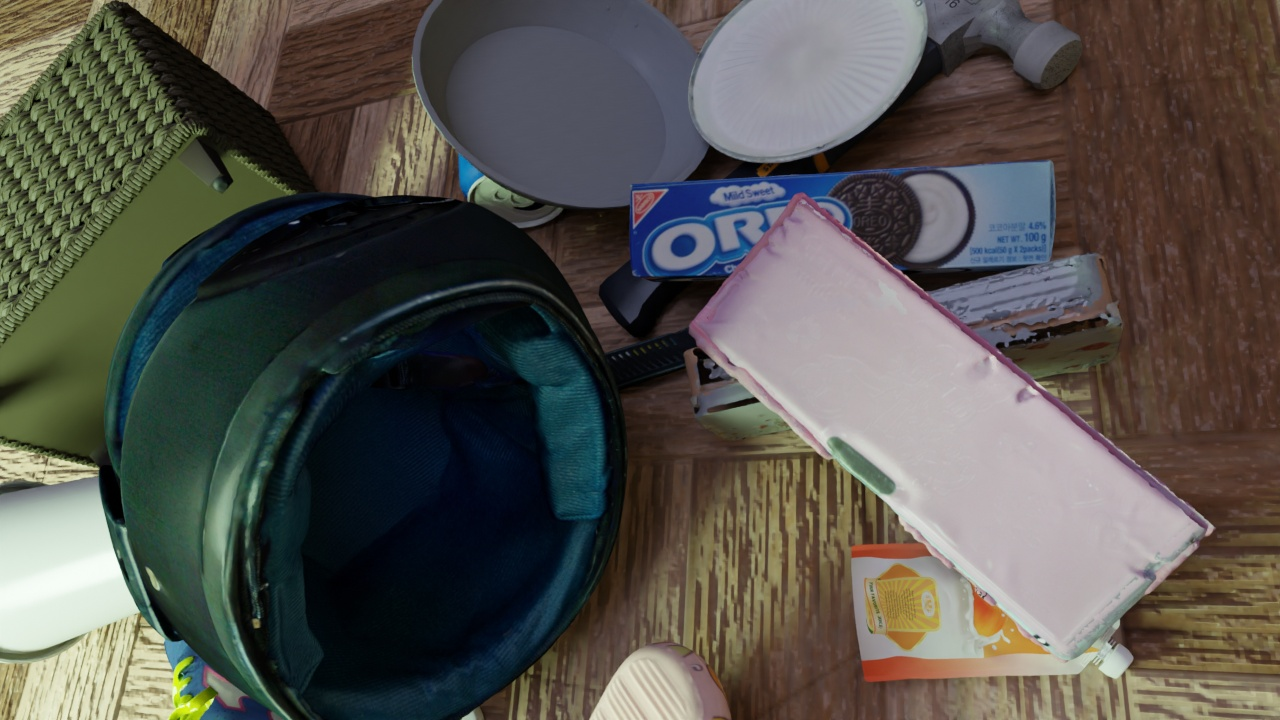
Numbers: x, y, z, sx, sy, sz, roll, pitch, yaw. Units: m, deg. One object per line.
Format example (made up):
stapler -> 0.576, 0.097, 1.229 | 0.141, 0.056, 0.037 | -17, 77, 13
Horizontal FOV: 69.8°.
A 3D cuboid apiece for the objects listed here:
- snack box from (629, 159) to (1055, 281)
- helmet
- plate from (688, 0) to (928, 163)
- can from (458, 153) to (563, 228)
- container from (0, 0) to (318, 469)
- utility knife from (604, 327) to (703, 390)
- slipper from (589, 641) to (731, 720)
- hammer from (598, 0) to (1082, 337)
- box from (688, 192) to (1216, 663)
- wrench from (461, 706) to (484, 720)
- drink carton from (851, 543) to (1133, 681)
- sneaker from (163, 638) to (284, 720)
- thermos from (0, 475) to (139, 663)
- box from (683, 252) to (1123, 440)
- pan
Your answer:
snack box -> 0.108, -0.076, 0.518 | 0.227, 0.059, 0.059 | 1, 92, 16
helmet -> -0.151, 0.032, 0.476 | 0.248, 0.317, 0.236 | -28, 51, -25
plate -> 0.103, -0.189, 0.581 | 0.157, 0.014, 0.156 | -14, 60, 24
can -> -0.093, -0.176, 0.666 | 0.079, 0.079, 0.146 | -16, 64, 19
container -> -0.410, -0.072, 0.723 | 0.321, 0.176, 0.205 | -47, 61, 1
utility knife -> -0.003, 0.003, 0.586 | 0.214, 0.020, 0.028 | -18, 65, 20
slipper -> 0.005, 0.229, 0.458 | 0.093, 0.081, 0.197 | 35, 110, 51
hammer -> 0.103, -0.126, 0.581 | 0.313, 0.035, 0.139 | -41, 57, 6
box -> 0.134, 0.027, 0.427 | 0.233, 0.037, 0.098 | 44, 105, 14
wrench -> -0.190, 0.311, 0.556 | 0.047, 0.009, 0.273 | 39, 89, 32
drink carton -> 0.169, 0.122, 0.452 | 0.122, 0.039, 0.069 | -8, 66, 16
sneaker -> -0.230, 0.207, 0.512 | 0.242, 0.090, 0.116 | 20, 110, 40
thermos -> -0.373, 0.130, 0.642 | 0.222, 0.131, 0.131 | -17, 63, 20
box -> 0.133, -0.007, 0.490 | 0.217, 0.081, 0.062 | -14, 80, 19
pan -> -0.017, -0.239, 0.645 | 0.201, 0.051, 0.355 | 30, 59, -3
